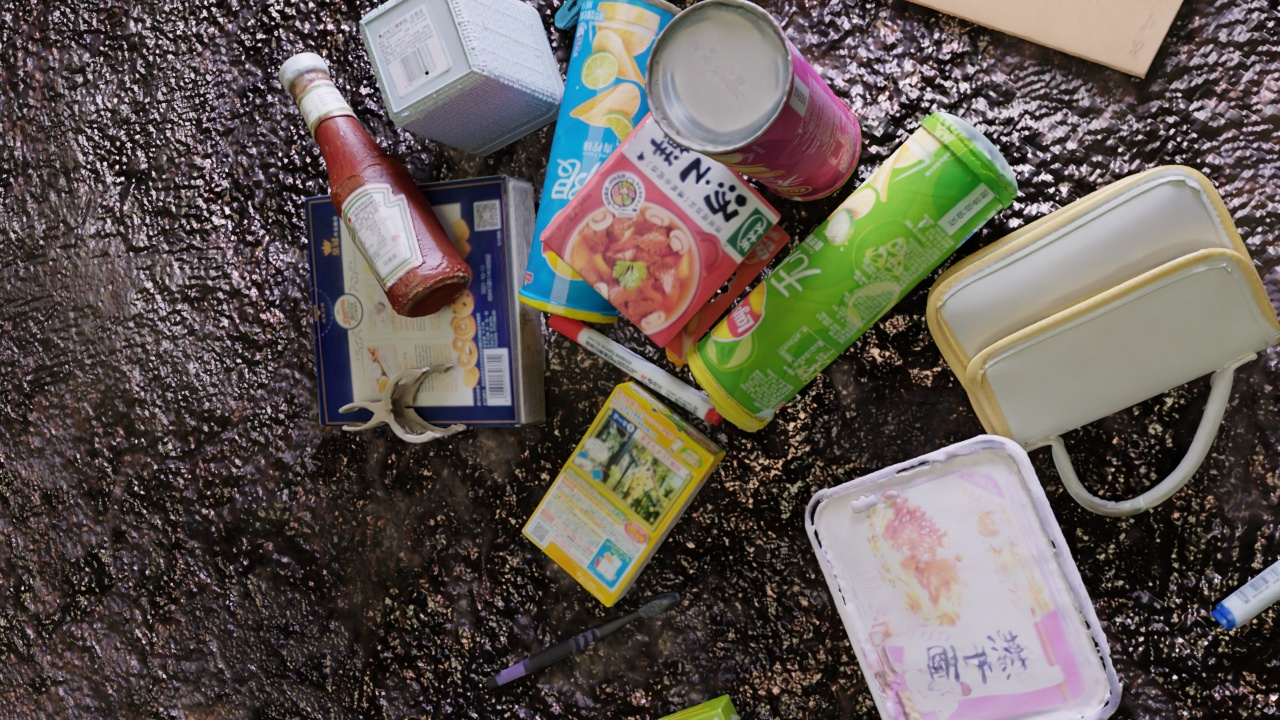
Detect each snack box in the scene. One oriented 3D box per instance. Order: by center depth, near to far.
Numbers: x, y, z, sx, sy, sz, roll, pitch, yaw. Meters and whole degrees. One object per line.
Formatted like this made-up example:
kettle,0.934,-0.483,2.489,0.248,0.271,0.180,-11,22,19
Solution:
snack box,0.020,-0.077,0.579,0.127,0.044,0.113,41,93,-14
snack box,-0.014,0.095,0.655,0.087,0.033,0.141,37,108,15
snack box,0.013,0.309,0.664,0.157,0.026,0.085,-29,84,21
snack box,-0.164,-0.040,0.696,0.183,0.045,0.178,-1,94,22

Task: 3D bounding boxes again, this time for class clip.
clip,-0.039,-0.253,0.643,0.057,0.049,0.015,-35,84,29
clip,-0.173,0.023,0.663,0.102,0.035,0.094,17,105,26

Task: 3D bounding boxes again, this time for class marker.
marker,0.381,0.101,0.507,0.017,0.016,0.146,47,108,12
marker,-0.004,0.004,0.652,0.145,0.017,0.017,31,104,17

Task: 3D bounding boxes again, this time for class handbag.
handbag,0.270,-0.002,0.523,0.164,0.063,0.178,-29,87,23

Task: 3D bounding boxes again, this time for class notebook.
notebook,0.228,-0.273,0.541,0.211,0.012,0.150,27,105,18

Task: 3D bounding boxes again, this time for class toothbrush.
toothbrush,-0.048,0.212,0.687,0.189,0.016,0.014,-31,83,22

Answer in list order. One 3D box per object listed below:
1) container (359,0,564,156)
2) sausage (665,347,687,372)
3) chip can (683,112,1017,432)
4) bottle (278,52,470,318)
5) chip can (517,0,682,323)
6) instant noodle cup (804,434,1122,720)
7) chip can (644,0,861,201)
container,-0.122,-0.203,0.630,0.090,0.111,0.090,-21,86,22
sausage,0.028,-0.074,0.630,0.021,0.021,0.165,3,95,21
chip can,0.127,-0.052,0.566,0.222,0.072,0.072,-44,78,19
bottle,-0.192,-0.126,0.645,0.060,0.059,0.206,-36,79,20
chip can,-0.027,-0.135,0.620,0.071,0.071,0.210,17,100,19
instant noodle cup,0.194,0.139,0.561,0.138,0.060,0.173,-23,87,21
chip can,0.071,-0.134,0.506,0.071,0.210,0.071,2,94,22
